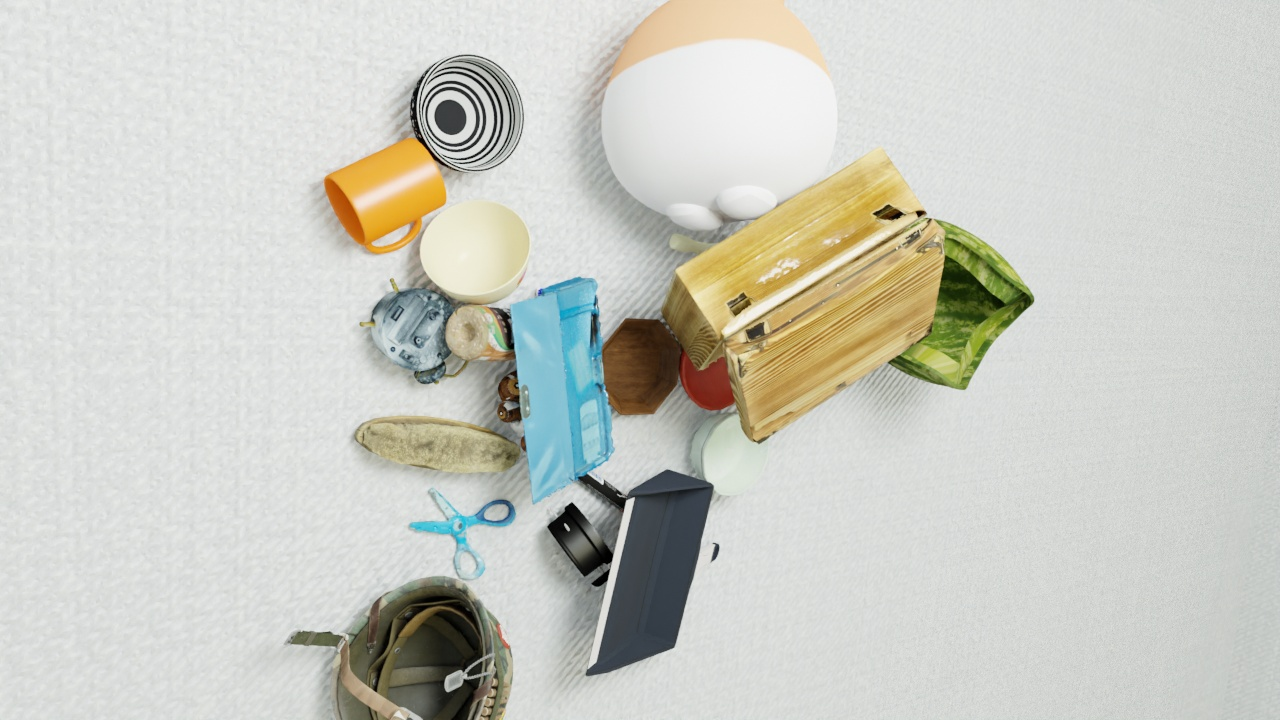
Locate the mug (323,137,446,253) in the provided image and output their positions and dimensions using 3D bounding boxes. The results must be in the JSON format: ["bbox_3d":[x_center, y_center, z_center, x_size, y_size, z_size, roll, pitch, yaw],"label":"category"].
[{"bbox_3d":[-0.260,-0.161,0.952,0.095,0.077,0.113,-33,144,-25],"label":"mug"}]

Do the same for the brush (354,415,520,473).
[{"bbox_3d":[-0.224,0.096,1.036,0.195,0.043,0.059,13,91,-34],"label":"brush"}]

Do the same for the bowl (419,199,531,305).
[{"bbox_3d":[-0.175,-0.106,1.007,0.117,0.118,0.074,-47,163,-18],"label":"bowl"}]

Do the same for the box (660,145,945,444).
[{"bbox_3d":[0.201,-0.067,1.073,0.279,0.259,0.220,-30,82,-6],"label":"box"}]

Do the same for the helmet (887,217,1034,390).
[{"bbox_3d":[0.406,-0.092,1.312,0.213,0.247,0.243,-56,167,13],"label":"helmet"}]

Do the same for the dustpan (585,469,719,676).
[{"bbox_3d":[0.036,0.270,1.200,0.272,0.080,0.236,-9,113,-73],"label":"dustpan"}]

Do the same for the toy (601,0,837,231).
[{"bbox_3d":[0.092,-0.292,1.052,0.265,0.263,0.280,17,71,-47],"label":"toy"}]

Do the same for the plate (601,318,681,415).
[{"bbox_3d":[-0.007,0.007,1.178,0.131,0.025,0.131,-7,103,-33],"label":"plate"}]

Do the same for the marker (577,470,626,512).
[{"bbox_3d":[-0.040,0.170,1.190,0.145,0.021,0.023,41,68,-33],"label":"marker"}]

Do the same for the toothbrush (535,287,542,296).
[{"bbox_3d":[-0.085,-0.009,1.128,0.015,0.016,0.187,-38,117,-26],"label":"toothbrush"}]

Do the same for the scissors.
[{"bbox_3d":[-0.204,0.191,1.089,0.127,0.012,0.137,-40,117,-21],"label":"scissors"}]

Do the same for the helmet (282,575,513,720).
[{"bbox_3d":[-0.237,0.339,0.978,0.235,0.193,0.224,0,114,-61],"label":"helmet"}]

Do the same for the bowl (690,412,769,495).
[{"bbox_3d":[0.115,0.122,1.261,0.117,0.061,0.117,-7,103,-33],"label":"bowl"}]

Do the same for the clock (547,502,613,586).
[{"bbox_3d":[-0.069,0.234,1.141,0.042,0.091,0.121,-36,113,-12],"label":"clock"}]

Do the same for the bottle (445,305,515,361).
[{"bbox_3d":[-0.146,-0.028,1.029,0.167,0.059,0.059,1,99,-63],"label":"bottle"}]

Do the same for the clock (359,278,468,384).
[{"bbox_3d":[-0.236,-0.028,0.999,0.129,0.052,0.090,40,76,-32],"label":"clock"}]

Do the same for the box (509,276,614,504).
[{"bbox_3d":[-0.092,0.029,1.053,0.174,0.033,0.232,-27,116,-60],"label":"box"}]

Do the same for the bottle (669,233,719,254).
[{"bbox_3d":[0.115,-0.139,1.220,0.184,0.045,0.045,10,93,-35],"label":"bottle"}]

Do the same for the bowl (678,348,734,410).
[{"bbox_3d":[0.096,0.005,1.242,0.121,0.035,0.122,-7,103,-33],"label":"bowl"}]

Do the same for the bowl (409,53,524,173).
[{"bbox_3d":[-0.192,-0.260,0.976,0.120,0.066,0.120,-7,103,-33],"label":"bowl"}]

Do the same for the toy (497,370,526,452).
[{"bbox_3d":[-0.127,0.059,1.084,0.112,0.067,0.087,60,42,-14],"label":"toy"}]
